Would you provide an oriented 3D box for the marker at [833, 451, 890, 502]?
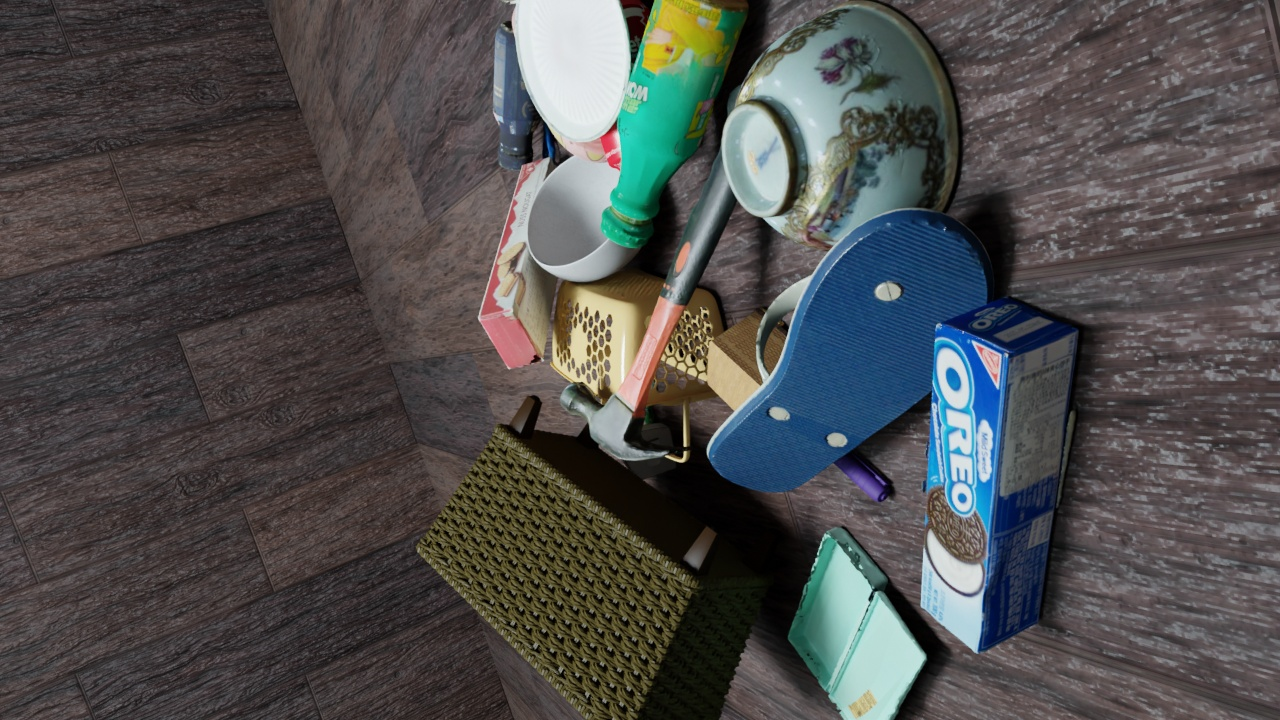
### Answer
[{"bbox_3d":[0.156,0.070,0.753,0.134,0.015,0.018,46,119,44],"label":"marker"}]

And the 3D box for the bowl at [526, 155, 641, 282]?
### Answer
[{"bbox_3d":[-0.043,-0.137,0.906,0.064,0.132,0.132,31,-168,-48],"label":"bowl"}]

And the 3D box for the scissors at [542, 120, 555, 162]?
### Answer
[{"bbox_3d":[-0.104,-0.275,1.050,0.134,0.015,0.104,-29,78,62],"label":"scissors"}]

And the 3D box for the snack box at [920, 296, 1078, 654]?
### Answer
[{"bbox_3d":[0.218,0.077,0.570,0.059,0.059,0.227,43,146,53],"label":"snack box"}]

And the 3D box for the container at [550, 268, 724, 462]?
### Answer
[{"bbox_3d":[-0.005,0.005,0.915,0.183,0.129,0.167,27,123,58],"label":"container"}]

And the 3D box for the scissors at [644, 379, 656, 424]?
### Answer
[{"bbox_3d":[0.011,0.061,1.070,0.071,0.014,0.130,1,109,66],"label":"scissors"}]

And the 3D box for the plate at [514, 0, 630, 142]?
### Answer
[{"bbox_3d":[-0.056,-0.261,0.758,0.157,0.014,0.157,28,129,42],"label":"plate"}]

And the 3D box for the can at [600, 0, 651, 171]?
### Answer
[{"bbox_3d":[-0.010,-0.237,0.791,0.074,0.074,0.142,-4,105,66],"label":"can"}]

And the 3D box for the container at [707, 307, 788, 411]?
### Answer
[{"bbox_3d":[0.105,0.015,0.758,0.114,0.061,0.063,47,148,42],"label":"container"}]

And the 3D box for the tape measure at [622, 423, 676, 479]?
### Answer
[{"bbox_3d":[0.009,0.105,1.047,0.020,0.060,0.062,27,129,58],"label":"tape measure"}]

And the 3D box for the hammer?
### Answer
[{"bbox_3d":[0.032,-0.062,0.741,0.133,0.033,0.334,40,120,34],"label":"hammer"}]

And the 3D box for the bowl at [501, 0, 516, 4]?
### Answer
[{"bbox_3d":[-0.107,-0.430,0.852,0.177,0.070,0.178,47,148,42],"label":"bowl"}]

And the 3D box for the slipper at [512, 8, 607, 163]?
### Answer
[{"bbox_3d":[-0.068,-0.261,0.881,0.197,0.093,0.082,65,158,17],"label":"slipper"}]

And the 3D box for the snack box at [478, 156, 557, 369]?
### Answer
[{"bbox_3d":[-0.117,-0.110,0.971,0.272,0.044,0.077,-86,-21,-46],"label":"snack box"}]

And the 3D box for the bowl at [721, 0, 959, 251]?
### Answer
[{"bbox_3d":[0.109,-0.137,0.585,0.160,0.093,0.160,47,148,43],"label":"bowl"}]

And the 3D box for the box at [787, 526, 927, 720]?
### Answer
[{"bbox_3d":[0.188,0.251,0.810,0.136,0.033,0.187,52,152,36],"label":"box"}]

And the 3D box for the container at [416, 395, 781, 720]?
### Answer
[{"bbox_3d":[-0.034,0.192,0.928,0.321,0.176,0.205,32,99,35],"label":"container"}]

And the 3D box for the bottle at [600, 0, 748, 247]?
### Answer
[{"bbox_3d":[0.017,-0.186,0.715,0.068,0.068,0.210,52,135,36],"label":"bottle"}]

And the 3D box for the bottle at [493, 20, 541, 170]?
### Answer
[{"bbox_3d":[-0.136,-0.293,1.024,0.056,0.056,0.161,48,140,42],"label":"bottle"}]

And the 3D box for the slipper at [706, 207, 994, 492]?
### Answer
[{"bbox_3d":[0.137,-0.001,0.636,0.296,0.118,0.060,121,171,-47],"label":"slipper"}]
